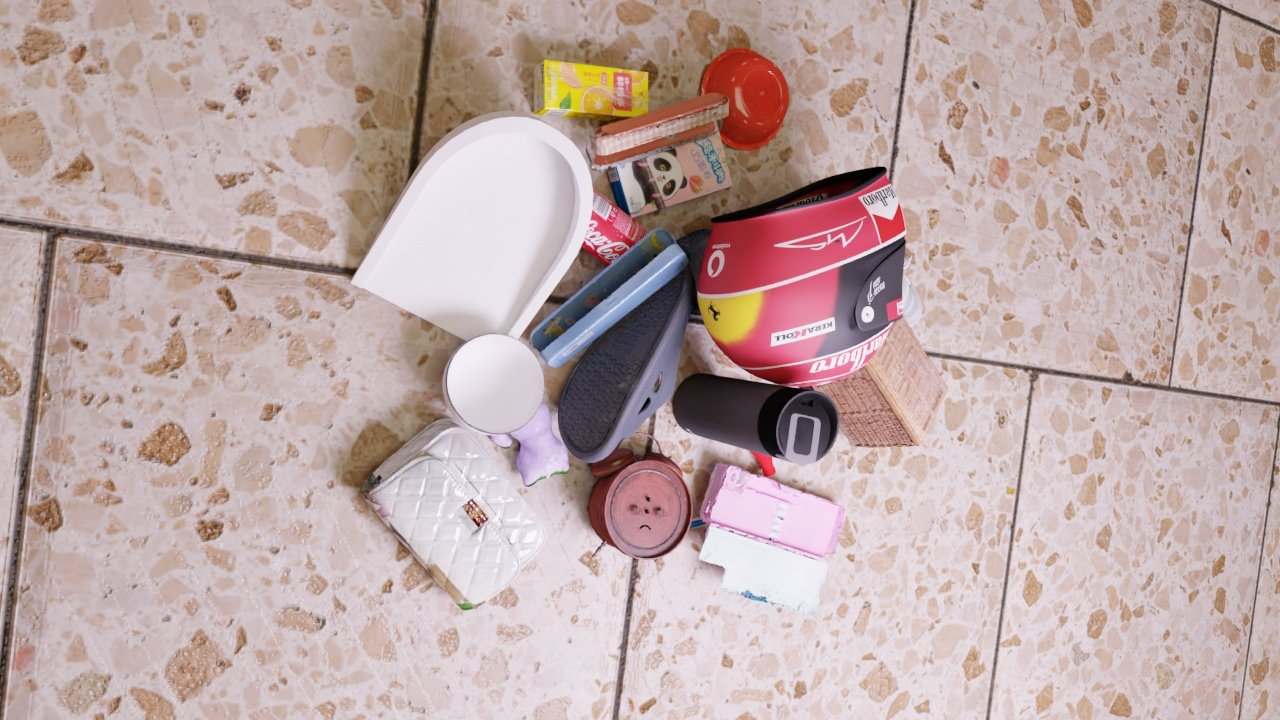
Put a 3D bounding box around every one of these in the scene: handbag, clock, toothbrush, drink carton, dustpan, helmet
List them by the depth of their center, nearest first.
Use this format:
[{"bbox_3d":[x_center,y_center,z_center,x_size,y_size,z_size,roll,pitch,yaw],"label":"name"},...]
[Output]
[{"bbox_3d":[-0.163,-0.142,0.995,0.191,0.053,0.258,29,101,-24],"label":"dustpan"},{"bbox_3d":[-0.205,0.172,1.035,0.138,0.072,0.195,-42,109,-15],"label":"handbag"},{"bbox_3d":[0.199,-0.086,1.081,0.270,0.198,0.225,-22,104,-26],"label":"helmet"},{"bbox_3d":[-0.057,-0.316,1.084,0.134,0.043,0.058,-1,94,-26],"label":"drink carton"},{"bbox_3d":[-0.003,0.166,1.123,0.120,0.072,0.157,10,80,-25],"label":"clock"},{"bbox_3d":[0.054,0.218,1.192,0.188,0.017,0.016,-10,97,-24],"label":"toothbrush"}]

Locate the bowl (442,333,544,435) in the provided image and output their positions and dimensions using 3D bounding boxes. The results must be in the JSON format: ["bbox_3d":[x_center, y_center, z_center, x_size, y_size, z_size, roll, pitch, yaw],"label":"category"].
[{"bbox_3d":[-0.171,0.030,1.037,0.113,0.063,0.113,4,79,-24],"label":"bowl"}]

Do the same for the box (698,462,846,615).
[{"bbox_3d":[0.171,0.242,1.227,0.230,0.035,0.159,23,81,-30],"label":"box"}]

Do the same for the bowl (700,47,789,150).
[{"bbox_3d":[0.143,-0.338,1.176,0.130,0.045,0.130,-2,95,-26],"label":"bowl"}]

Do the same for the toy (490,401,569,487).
[{"bbox_3d":[-0.132,0.098,1.085,0.080,0.036,0.100,-19,97,-13],"label":"toy"}]

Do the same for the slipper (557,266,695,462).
[{"bbox_3d":[-0.007,0.006,1.113,0.083,0.111,0.267,43,70,-48],"label":"slipper"}]

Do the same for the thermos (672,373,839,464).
[{"bbox_3d":[0.130,0.065,1.092,0.082,0.241,0.082,-2,95,-25],"label":"thermos"}]

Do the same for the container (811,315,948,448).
[{"bbox_3d":[0.311,0.015,1.238,0.198,0.114,0.112,53,57,-21],"label":"container"}]

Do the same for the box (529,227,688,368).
[{"bbox_3d":[-0.040,-0.076,1.081,0.210,0.068,0.059,-38,77,2],"label":"box"}]

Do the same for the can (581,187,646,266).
[{"bbox_3d":[-0.043,-0.155,1.091,0.104,0.064,0.064,35,79,-23],"label":"can"}]

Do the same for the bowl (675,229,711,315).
[{"bbox_3d":[0.088,-0.112,1.162,0.110,0.055,0.110,-2,94,-25],"label":"bowl"}]

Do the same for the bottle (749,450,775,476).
[{"bbox_3d":[0.156,0.098,1.221,0.036,0.036,0.119,-24,104,-22],"label":"bottle"}]

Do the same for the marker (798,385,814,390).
[{"bbox_3d":[0.216,0.021,1.252,0.017,0.021,0.124,-42,111,-17],"label":"marker"}]

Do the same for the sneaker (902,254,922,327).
[{"bbox_3d":[0.314,-0.118,1.249,0.242,0.091,0.089,35,78,-24],"label":"sneaker"}]

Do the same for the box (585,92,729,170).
[{"bbox_3d":[0.018,-0.272,1.096,0.187,0.056,0.064,-21,140,-20],"label":"box"}]

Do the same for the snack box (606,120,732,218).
[{"bbox_3d":[0.036,-0.237,1.140,0.154,0.033,0.088,-22,103,-23],"label":"snack box"}]
